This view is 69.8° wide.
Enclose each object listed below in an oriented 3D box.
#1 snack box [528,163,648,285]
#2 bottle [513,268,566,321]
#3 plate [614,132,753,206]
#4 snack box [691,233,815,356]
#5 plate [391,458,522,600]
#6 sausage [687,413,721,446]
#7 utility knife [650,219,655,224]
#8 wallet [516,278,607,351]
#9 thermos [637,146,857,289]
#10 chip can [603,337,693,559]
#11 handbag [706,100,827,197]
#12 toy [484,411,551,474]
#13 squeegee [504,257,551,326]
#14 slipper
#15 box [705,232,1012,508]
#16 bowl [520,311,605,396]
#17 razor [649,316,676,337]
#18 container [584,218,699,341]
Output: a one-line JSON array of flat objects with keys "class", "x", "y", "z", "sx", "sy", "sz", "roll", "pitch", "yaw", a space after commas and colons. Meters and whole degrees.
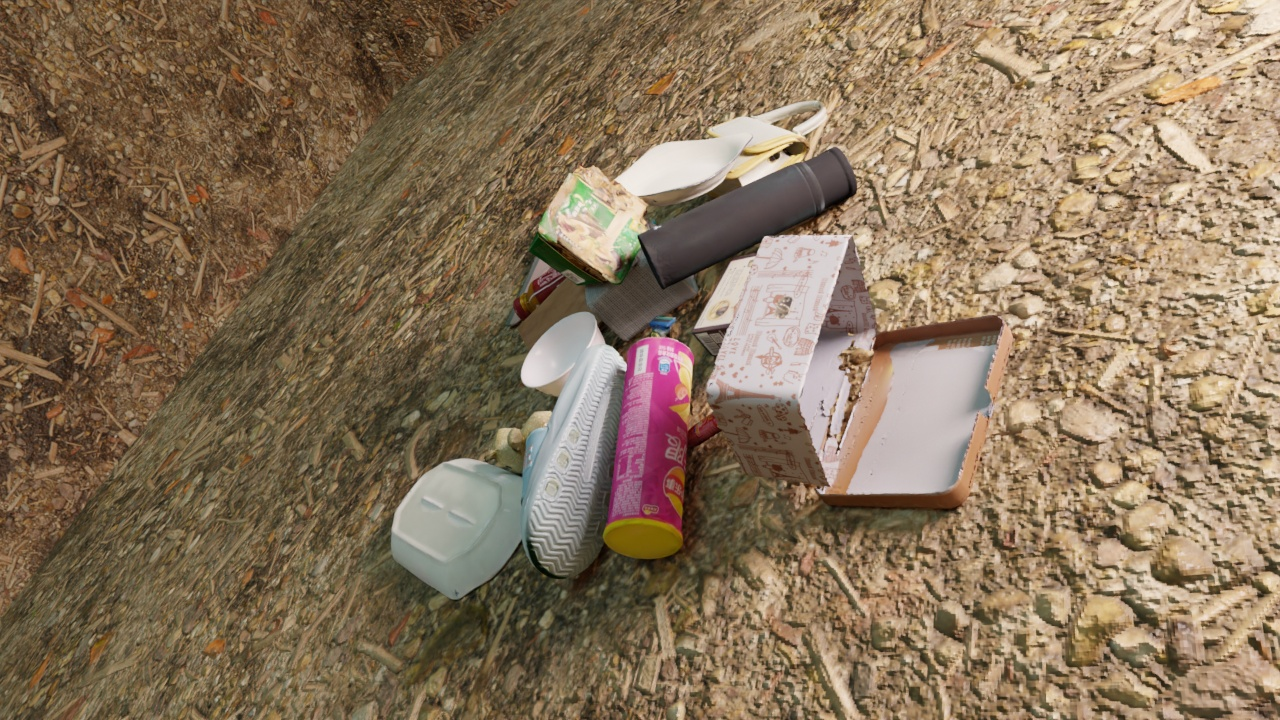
[{"class": "snack box", "x": -0.069, "y": -0.150, "z": 1.096, "sx": 0.106, "sy": 0.118, "sz": 0.117, "roll": -23, "pitch": 36, "yaw": 61}, {"class": "bottle", "x": -0.103, "y": -0.110, "z": 1.297, "sx": 0.175, "sy": 0.057, "sz": 0.057, "roll": -29, "pitch": 33, "yaw": 24}, {"class": "plate", "x": 0.050, "y": -0.231, "z": 1.137, "sx": 0.165, "sy": 0.034, "sz": 0.163, "roll": 2, "pitch": 35, "yaw": 38}, {"class": "snack box", "x": 0.128, "y": -0.066, "z": 0.966, "sx": 0.126, "sy": 0.053, "sz": 0.113, "roll": -5, "pitch": 47, "yaw": 48}, {"class": "plate", "x": -0.223, "y": 0.186, "z": 1.093, "sx": 0.266, "sy": 0.034, "sz": 0.161, "roll": 9, "pitch": 59, "yaw": 54}, {"class": "sausage", "x": 0.072, "y": 0.057, "z": 0.856, "sx": 0.020, "sy": 0.020, "sz": 0.156, "roll": -59, "pitch": 7, "yaw": -25}, {"class": "utility knife", "x": -0.004, "y": -0.141, "z": 1.262, "sx": 0.029, "sy": 0.013, "sz": 0.156, "roll": -18, "pitch": 42, "yaw": 42}, {"class": "wallet", "x": -0.105, "y": -0.048, "z": 1.230, "sx": 0.115, "sy": 0.020, "sz": 0.101, "roll": -41, "pitch": 52, "yaw": 10}, {"class": "thermos", "x": 0.120, "y": -0.158, "z": 1.036, "sx": 0.242, "sy": 0.068, "sz": 0.090, "roll": -24, "pitch": -9, "yaw": -1}, {"class": "chip can", "x": 0.012, "y": 0.079, "z": 0.879, "sx": 0.072, "sy": 0.071, "sz": 0.210, "roll": -22, "pitch": 44, "yaw": 33}, {"class": "handbag", "x": 0.156, "y": -0.291, "z": 1.214, "sx": 0.178, "sy": 0.063, "sz": 0.163, "roll": -41, "pitch": 31, "yaw": -1}, {"class": "toy", "x": -0.108, "y": 0.090, "z": 1.059, "sx": 0.158, "sy": 0.066, "sz": 0.104, "roll": -17, "pitch": 7, "yaw": 32}, {"class": "squeegee", "x": -0.089, "y": -0.178, "z": 1.363, "sx": 0.250, "sy": 0.040, "sz": 0.247, "roll": -29, "pitch": 33, "yaw": 51}, {"class": "slipper", "x": -0.071, "y": 0.094, "z": 0.918, "sx": 0.074, "sy": 0.104, "sz": 0.244, "roll": -8, "pitch": 53, "yaw": 37}, {"class": "box", "x": 0.183, "y": 0.013, "z": 0.730, "sx": 0.193, "sy": 0.156, "sz": 0.182, "roll": 4, "pitch": 55, "yaw": 31}, {"class": "bowl", "x": -0.081, "y": 0.006, "z": 1.118, "sx": 0.118, "sy": 0.065, "sz": 0.118, "roll": -30, "pitch": 32, "yaw": 21}, {"class": "razor", "x": -0.006, "y": 0.006, "z": 1.068, "sx": 0.142, "sy": 0.022, "sz": 0.043, "roll": -52, "pitch": 25, "yaw": -18}, {"class": "container", "x": -0.004, "y": -0.096, "z": 1.130, "sx": 0.114, "sy": 0.090, "sz": 0.090, "roll": -37, "pitch": 30, "yaw": 17}]
